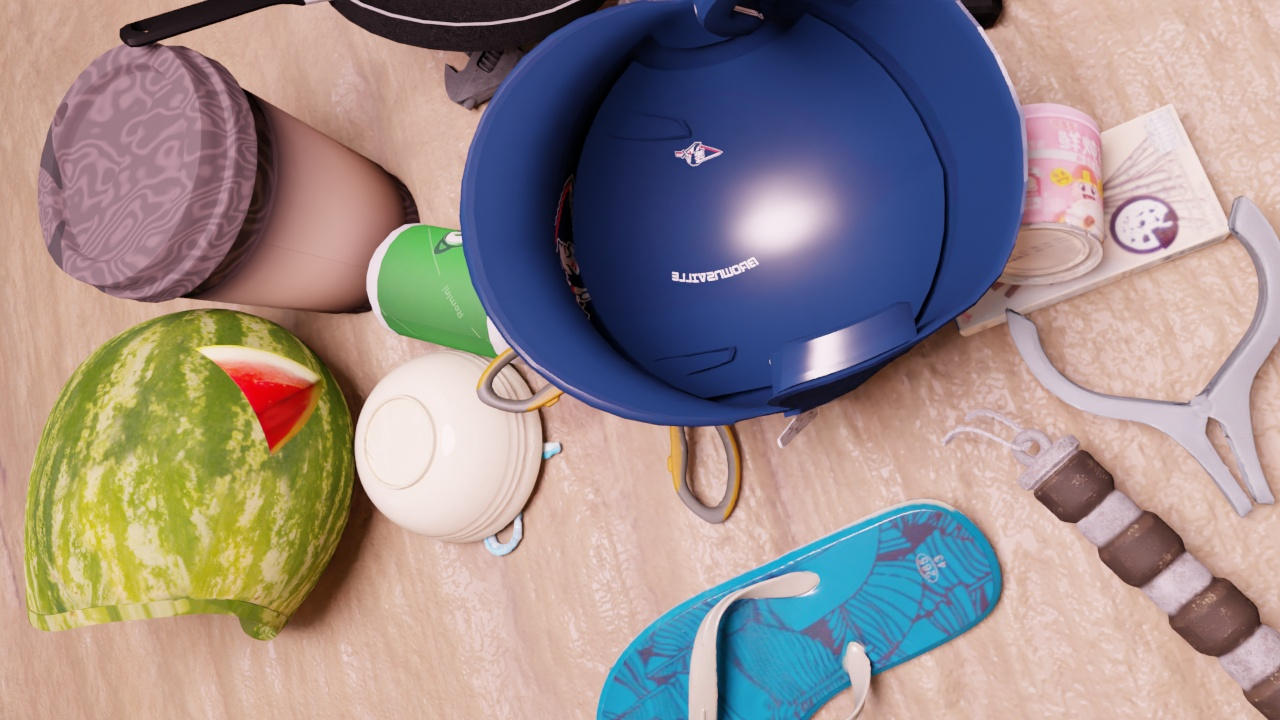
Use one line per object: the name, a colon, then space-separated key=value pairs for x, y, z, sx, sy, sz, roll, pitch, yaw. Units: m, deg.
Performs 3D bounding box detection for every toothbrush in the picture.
toothbrush: x=0.097 y=0.029 z=0.513 sx=0.010 sy=0.181 sz=0.010 roll=-26 pitch=87 yaw=19

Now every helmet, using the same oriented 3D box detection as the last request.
helmet: x=-0.329 y=0.078 z=0.692 sx=0.244 sy=0.213 sz=0.246 roll=-26 pitch=58 yaw=41
helmet: x=0.039 y=-0.080 z=0.503 sx=0.272 sy=0.223 sz=0.232 roll=-10 pitch=86 yaw=-15

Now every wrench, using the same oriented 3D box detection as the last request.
wrench: x=-0.060 y=-0.211 z=0.675 sx=0.273 sy=0.018 sz=0.073 roll=20 pitch=93 yaw=40

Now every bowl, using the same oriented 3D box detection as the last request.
bowl: x=-0.155 y=0.061 z=0.677 sx=0.151 sy=0.075 sz=0.150 roll=-3 pitch=83 yaw=27

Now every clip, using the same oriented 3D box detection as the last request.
clip: x=0.285 y=-0.016 z=0.492 sx=0.165 sy=0.032 sz=0.166 roll=22 pitch=103 yaw=19

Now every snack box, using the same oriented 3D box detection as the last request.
snack box: x=0.247 y=-0.079 z=0.537 sx=0.150 sy=0.026 sz=0.082 roll=-23 pitch=75 yaw=21

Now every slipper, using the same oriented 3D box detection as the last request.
slipper: x=0.080 y=0.185 z=0.561 sx=0.295 sy=0.060 sz=0.118 roll=-37 pitch=79 yaw=16

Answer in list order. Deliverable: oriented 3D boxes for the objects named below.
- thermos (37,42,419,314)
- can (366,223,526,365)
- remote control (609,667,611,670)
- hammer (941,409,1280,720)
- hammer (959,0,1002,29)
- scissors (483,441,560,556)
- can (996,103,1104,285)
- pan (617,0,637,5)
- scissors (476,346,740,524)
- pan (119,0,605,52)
thermos: x=-0.289 y=-0.115 z=0.689 sx=0.173 sy=0.226 sz=0.172 roll=-3 pitch=83 yaw=25
can: x=-0.127 y=-0.051 z=0.681 sx=0.140 sy=0.087 sz=0.088 roll=13 pitch=90 yaw=27
remote control: x=0.041 y=0.192 z=0.615 sx=0.140 sy=0.009 sz=0.030 roll=-33 pitch=71 yaw=19
hammer: x=0.295 y=0.135 z=0.459 sx=0.177 sy=0.079 sz=0.326 roll=-48 pitch=67 yaw=14
hammer: x=0.203 y=-0.373 z=0.574 sx=0.131 sy=0.039 sz=0.328 roll=0 pitch=88 yaw=10
scissors: x=-0.122 y=0.079 z=0.707 sx=0.140 sy=0.011 sz=0.134 roll=5 pitch=89 yaw=28
can: x=0.211 y=-0.089 z=0.493 sx=0.067 sy=0.067 sz=0.076 roll=-1 pitch=67 yaw=26
pan: x=0.125 y=-0.232 z=0.571 sx=0.358 sy=0.040 sz=0.207 roll=-7 pitch=91 yaw=35
scissors: x=-0.003 y=0.003 z=0.619 sx=0.230 sy=0.016 sz=0.225 roll=-8 pitch=87 yaw=0
pan: x=-0.178 y=-0.271 z=0.644 sx=0.355 sy=0.034 sz=0.225 roll=-30 pitch=61 yaw=-23
